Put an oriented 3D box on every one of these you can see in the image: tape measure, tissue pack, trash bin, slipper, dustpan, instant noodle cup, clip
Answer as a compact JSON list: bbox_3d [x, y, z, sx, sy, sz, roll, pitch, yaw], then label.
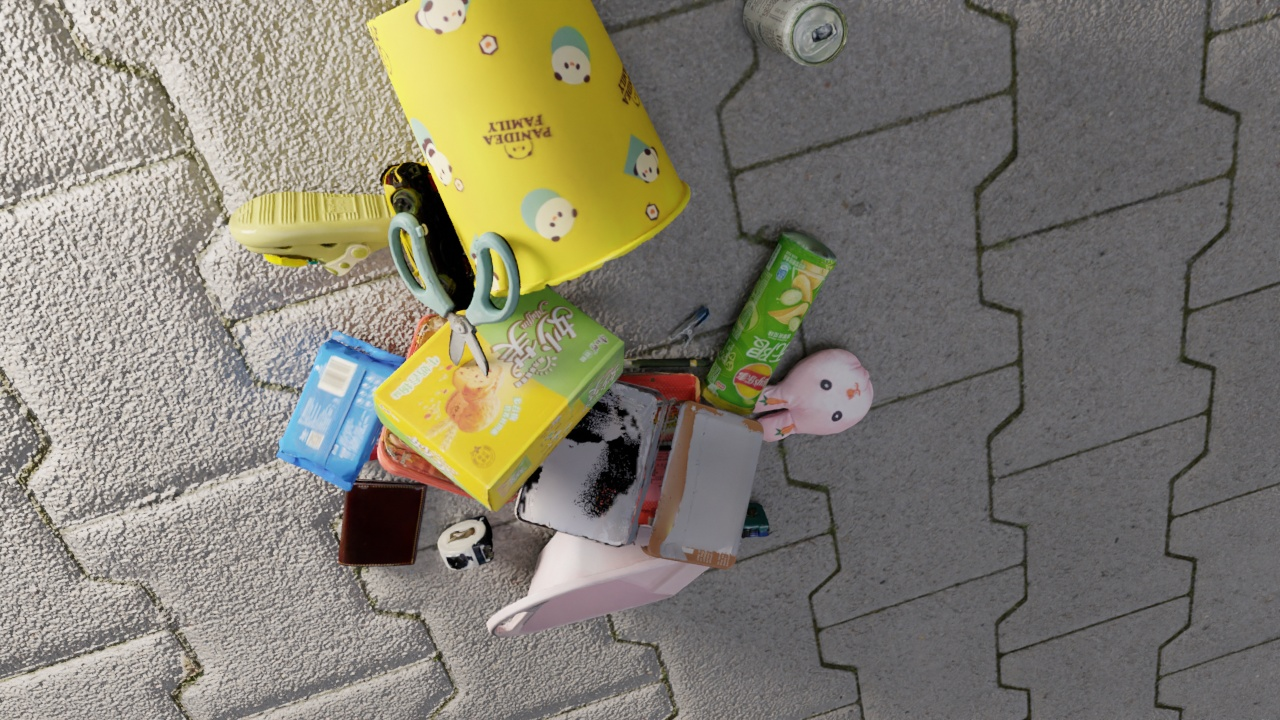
[{"bbox_3d":[-0.216,0.229,1.138,0.066,0.065,0.033,-18,115,-5],"label":"tape measure"},{"bbox_3d":[-0.323,0.054,0.998,0.095,0.052,0.157,22,86,-1],"label":"tissue pack"},{"bbox_3d":[-0.106,-0.224,0.842,0.229,0.229,0.255,-25,114,1],"label":"trash bin"},{"bbox_3d":[-0.309,-0.121,0.923,0.190,0.091,0.082,-5,121,-14],"label":"slipper"},{"bbox_3d":[0.141,0.209,1.211,0.054,0.058,0.025,-4,118,-6],"label":"tape measure"},{"bbox_3d":[-0.042,0.293,1.130,0.273,0.138,0.223,16,145,-11],"label":"dustpan"},{"bbox_3d":[-0.196,0.060,1.014,0.164,0.188,0.079,23,153,-21],"label":"instant noodle cup"},{"bbox_3d":[0.059,-0.041,1.081,0.029,0.024,0.057,33,113,-20],"label":"clip"}]

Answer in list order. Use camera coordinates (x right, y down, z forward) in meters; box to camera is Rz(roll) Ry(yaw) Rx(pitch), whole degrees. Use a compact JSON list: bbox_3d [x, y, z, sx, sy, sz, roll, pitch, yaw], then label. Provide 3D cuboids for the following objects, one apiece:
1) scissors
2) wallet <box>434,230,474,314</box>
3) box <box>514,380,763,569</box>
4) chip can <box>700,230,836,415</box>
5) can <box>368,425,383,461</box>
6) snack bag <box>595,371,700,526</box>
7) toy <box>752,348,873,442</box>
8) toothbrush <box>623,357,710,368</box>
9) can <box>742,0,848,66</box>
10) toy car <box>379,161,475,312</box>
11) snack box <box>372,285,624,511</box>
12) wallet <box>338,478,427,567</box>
[{"bbox_3d":[-0.179,-0.070,0.842,0.179,0.019,0.173,36,134,10],"label":"scissors"},{"bbox_3d":[-0.187,-0.103,0.998,0.097,0.019,0.121,-11,121,-4],"label":"wallet"},{"bbox_3d":[0.008,0.122,1.018,0.273,0.124,0.178,16,83,-13],"label":"box"},{"bbox_3d":[0.148,-0.043,1.069,0.072,0.072,0.222,18,113,-20],"label":"chip can"},{"bbox_3d":[-0.307,0.087,1.051,0.132,0.053,0.053,-13,119,-5],"label":"can"},{"bbox_3d":[0.003,0.111,1.129,0.128,0.073,0.208,3,113,-1],"label":"snack bag"},{"bbox_3d":[0.211,0.050,1.146,0.159,0.054,0.121,-22,120,9],"label":"toy"},{"bbox_3d":[-0.006,0.006,1.097,0.185,0.012,0.017,-1,123,-12],"label":"toothbrush"},{"bbox_3d":[0.145,-0.322,0.878,0.058,0.146,0.058,-5,118,-10],"label":"can"},{"bbox_3d":[-0.203,-0.117,0.889,0.041,0.071,0.156,-11,114,20],"label":"toy car"},{"bbox_3d":[-0.139,0.022,0.928,0.209,0.158,0.070,-48,164,-23],"label":"snack box"},{"bbox_3d":[-0.318,0.201,1.130,0.096,0.020,0.122,5,115,-20],"label":"wallet"}]
